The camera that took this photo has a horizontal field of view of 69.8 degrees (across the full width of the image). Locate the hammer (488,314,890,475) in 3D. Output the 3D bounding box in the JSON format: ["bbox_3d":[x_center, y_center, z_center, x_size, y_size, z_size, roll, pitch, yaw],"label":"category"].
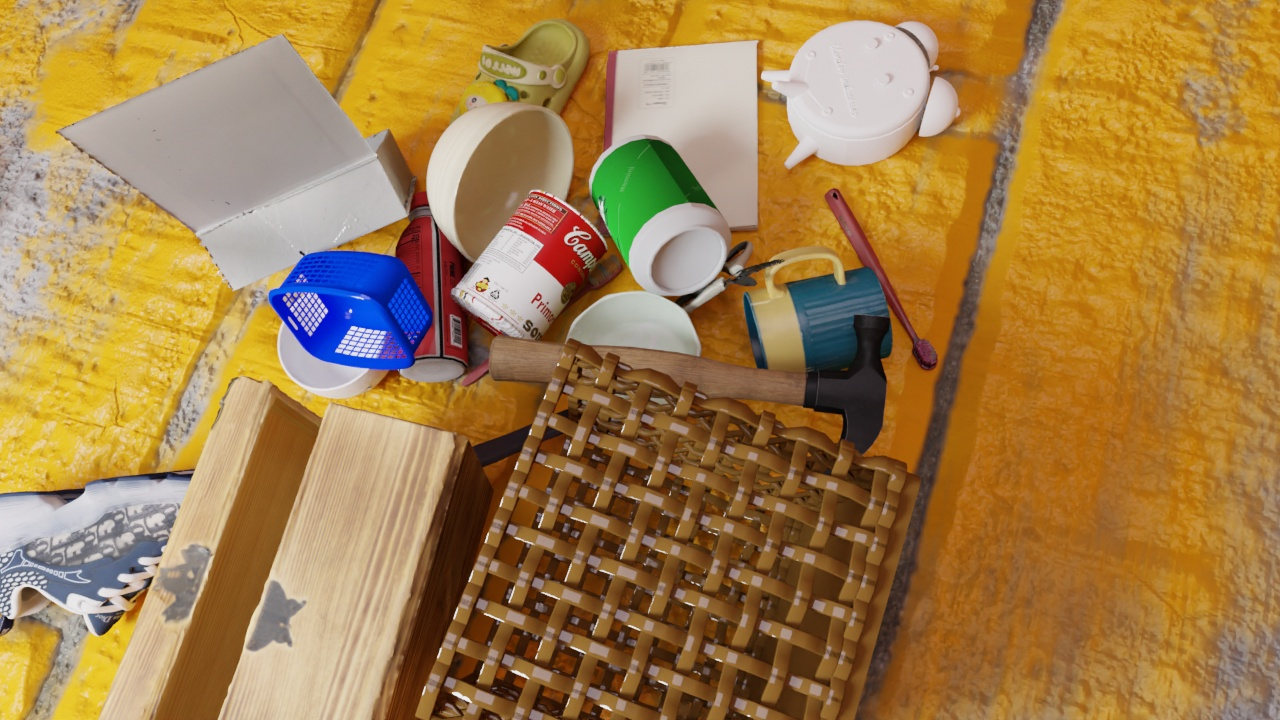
[{"bbox_3d":[0.033,0.018,0.715,0.305,0.040,0.132,6,91,6],"label":"hammer"}]

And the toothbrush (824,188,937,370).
[{"bbox_3d":[0.210,-0.075,0.803,0.016,0.016,0.189,-24,69,1],"label":"toothbrush"}]

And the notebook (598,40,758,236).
[{"bbox_3d":[0.038,-0.217,0.885,0.153,0.012,0.208,-1,70,10],"label":"notebook"}]

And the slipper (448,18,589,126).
[{"bbox_3d":[-0.119,-0.270,0.893,0.092,0.082,0.190,29,75,15],"label":"slipper"}]

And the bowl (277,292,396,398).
[{"bbox_3d":[-0.271,-0.014,0.839,0.105,0.054,0.104,-3,68,7],"label":"bowl"}]

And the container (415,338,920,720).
[{"bbox_3d":[0.015,0.153,0.607,0.214,0.252,0.219,20,74,2],"label":"container"}]

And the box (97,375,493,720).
[{"bbox_3d":[-0.220,0.188,0.661,0.168,0.245,0.278,11,72,3],"label":"box"}]

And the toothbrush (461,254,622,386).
[{"bbox_3d":[-0.091,-0.035,0.839,0.184,0.016,0.015,-39,62,-4],"label":"toothbrush"}]

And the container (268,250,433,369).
[{"bbox_3d":[-0.235,-0.045,0.760,0.114,0.096,0.058,5,51,22],"label":"container"}]

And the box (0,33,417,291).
[{"bbox_3d":[-0.291,-0.137,0.682,0.166,0.478,0.119,-24,93,-1],"label":"box"}]

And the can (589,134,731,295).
[{"bbox_3d":[0.015,-0.125,0.783,0.088,0.088,0.139,-26,48,-1],"label":"can"}]

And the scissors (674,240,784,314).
[{"bbox_3d":[0.070,-0.064,0.764,0.155,0.162,0.012,-36,105,27],"label":"scissors"}]

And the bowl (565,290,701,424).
[{"bbox_3d":[-0.005,0.005,0.785,0.117,0.061,0.117,-3,70,7],"label":"bowl"}]

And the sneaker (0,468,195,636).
[{"bbox_3d":[-0.450,0.167,0.792,0.269,0.103,0.132,-10,84,6],"label":"sneaker"}]

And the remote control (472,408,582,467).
[{"bbox_3d":[-0.092,0.064,0.767,0.124,0.046,0.009,-21,105,-31],"label":"remote control"}]

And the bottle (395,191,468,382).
[{"bbox_3d":[-0.193,-0.072,0.842,0.062,0.062,0.176,-9,69,6],"label":"bottle"}]

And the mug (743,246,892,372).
[{"bbox_3d":[0.143,-0.041,0.753,0.107,0.114,0.083,-12,33,3],"label":"mug"}]

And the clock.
[{"bbox_3d":[0.200,-0.249,0.837,0.161,0.073,0.125,-12,69,5],"label":"clock"}]

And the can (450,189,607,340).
[{"bbox_3d":[-0.097,-0.077,0.804,0.087,0.087,0.116,32,78,18],"label":"can"}]

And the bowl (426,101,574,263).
[{"bbox_3d":[-0.137,-0.167,0.826,0.075,0.151,0.150,32,78,26],"label":"bowl"}]
